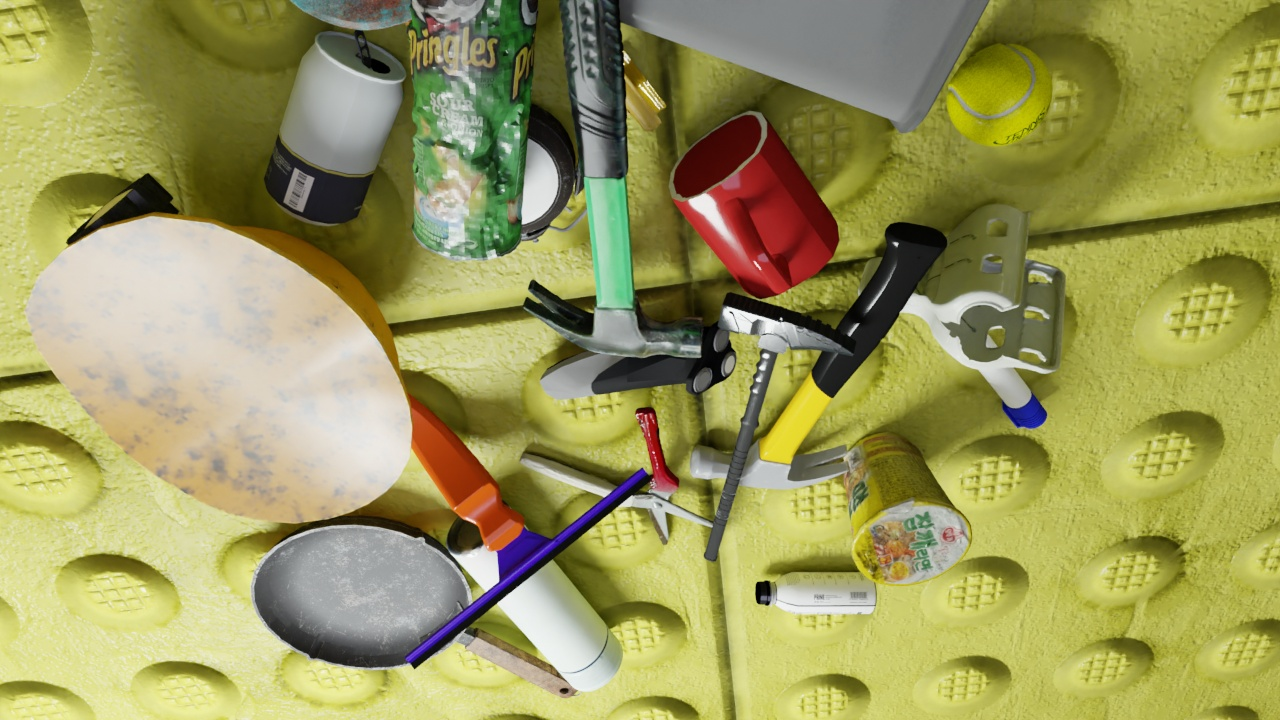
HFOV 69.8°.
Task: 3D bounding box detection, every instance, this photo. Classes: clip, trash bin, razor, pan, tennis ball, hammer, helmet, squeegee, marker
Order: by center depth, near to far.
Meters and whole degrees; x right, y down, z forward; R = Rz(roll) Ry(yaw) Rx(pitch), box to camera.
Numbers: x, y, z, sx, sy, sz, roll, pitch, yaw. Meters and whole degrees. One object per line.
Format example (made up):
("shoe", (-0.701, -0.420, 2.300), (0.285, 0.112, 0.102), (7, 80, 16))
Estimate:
("trash bin", (0.095, -0.262, 0.524), (0.219, 0.097, 0.192), (15, 123, -13))
("hammer", (-0.024, -0.118, 0.579), (0.130, 0.032, 0.319), (5, 139, 8))
("tennis ball", (0.239, -0.176, 0.612), (0.065, 0.065, 0.065), (-2, 125, -3))
("clip", (-0.014, -0.174, 0.620), (0.048, 0.046, 0.054), (-46, 121, -4))
("helmet", (-0.270, -0.015, 0.650), (0.205, 0.131, 0.255), (-29, 121, 15))
("clip", (0.236, -0.062, 0.666), (0.151, 0.126, 0.110), (19, 134, 11))
("hammer", (0.142, 0.014, 0.702), (0.127, 0.029, 0.325), (10, 142, -9))
("razor", (-0.004, 0.004, 0.732), (0.156, 0.060, 0.057), (-4, 138, 17))
("hammer", (0.088, 0.078, 0.747), (0.095, 0.015, 0.326), (17, 138, 8))
("squeegee", (-0.146, 0.104, 0.768), (0.249, 0.055, 0.185), (-38, 97, -5))
("marker", (0.301, 0.011, 0.774), (0.027, 0.023, 0.133), (-23, 126, 38))
("pan", (-0.202, 0.257, 0.905), (0.356, 0.040, 0.208), (33, 117, -25))

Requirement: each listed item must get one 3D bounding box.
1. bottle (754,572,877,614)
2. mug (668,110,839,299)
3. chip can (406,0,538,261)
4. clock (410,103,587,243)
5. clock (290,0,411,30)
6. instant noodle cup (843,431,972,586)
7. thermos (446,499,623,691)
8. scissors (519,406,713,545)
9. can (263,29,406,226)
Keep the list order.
("bottle", (0.172, 0.230, 0.909), (0.116, 0.041, 0.041), (1, 125, -5))
("mug", (0.079, -0.098, 0.625), (0.081, 0.116, 0.096), (-30, 122, 22))
("chip can", (-0.097, -0.162, 0.527), (0.075, 0.075, 0.224), (4, 131, -7))
("clock", (-0.086, -0.129, 0.636), (0.122, 0.043, 0.091), (34, 116, -24))
("clock", (-0.155, -0.269, 0.516), (0.121, 0.073, 0.158), (13, 122, -13))
("instant noodle cup", (0.220, 0.122, 0.794), (0.102, 0.108, 0.102), (-2, 125, -3))
("thermos", (-0.095, 0.227, 0.874), (0.068, 0.067, 0.230), (-24, 123, 13))
("scissors", (-0.016, 0.107, 0.814), (0.179, 0.015, 0.199), (2, 137, 7))
("can", (-0.197, -0.154, 0.598), (0.064, 0.064, 0.128), (22, 121, -18))
